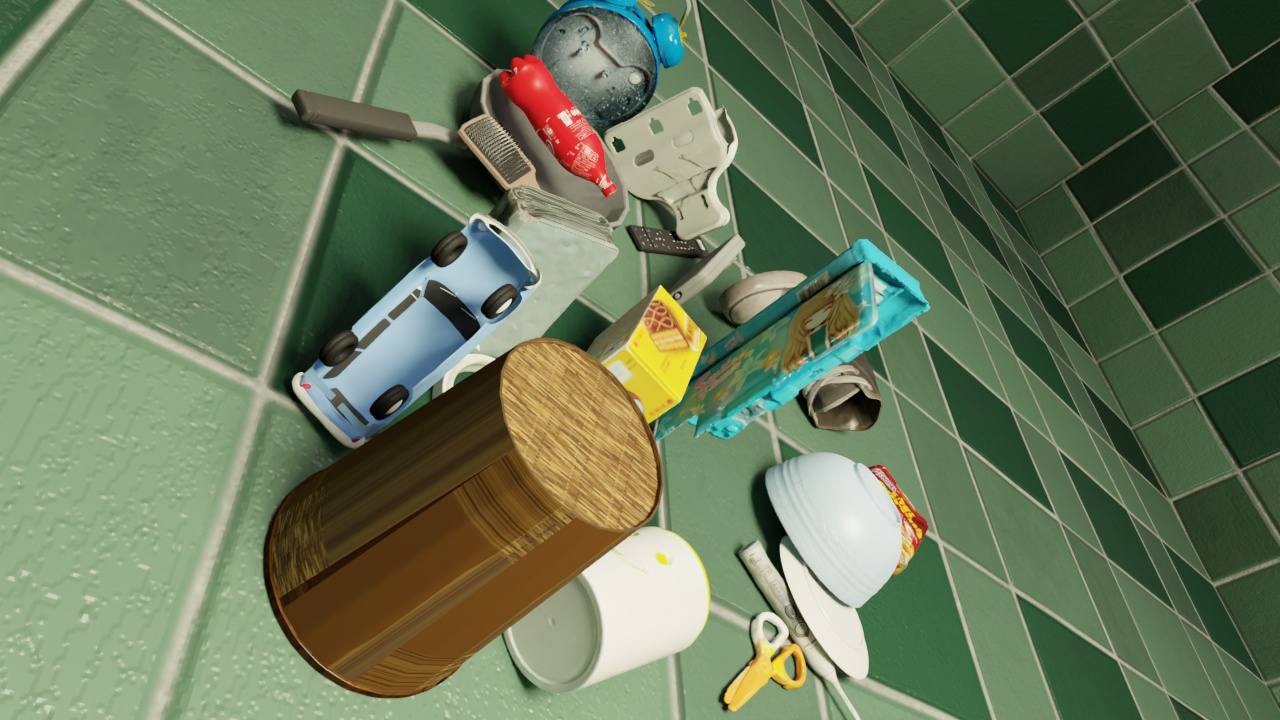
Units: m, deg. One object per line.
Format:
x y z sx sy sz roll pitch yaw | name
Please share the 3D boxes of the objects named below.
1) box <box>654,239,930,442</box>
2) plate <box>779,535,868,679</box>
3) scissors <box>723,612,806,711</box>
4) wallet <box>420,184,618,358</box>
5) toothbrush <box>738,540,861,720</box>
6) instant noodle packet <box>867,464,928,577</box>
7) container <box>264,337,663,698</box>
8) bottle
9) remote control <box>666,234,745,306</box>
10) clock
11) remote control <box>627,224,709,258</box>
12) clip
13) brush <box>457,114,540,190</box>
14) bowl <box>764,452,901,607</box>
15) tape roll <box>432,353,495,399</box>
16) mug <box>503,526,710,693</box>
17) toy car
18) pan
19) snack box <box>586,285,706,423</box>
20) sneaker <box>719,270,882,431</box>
0.108 -0.006 0.752 0.171 0.228 0.084 -11 68 -58 | box
0.165 0.211 0.802 0.134 0.011 0.134 47 21 -24 | plate
0.091 0.232 0.699 0.128 0.013 0.065 -8 65 -58 | scissors
-0.087 -0.058 0.628 0.100 0.132 0.054 11 47 -51 | wallet
0.138 0.233 0.757 0.022 0.024 0.185 -30 83 -16 | toothbrush
0.258 0.168 0.979 0.098 0.040 0.135 51 30 9 | instant noodle packet
-0.083 0.074 0.457 0.132 0.168 0.132 35 35 -29 | container
-0.068 -0.203 0.805 0.141 0.042 0.041 52 30 -3 | bottle
0.061 -0.085 0.922 0.019 0.074 0.150 51 30 -5 | remote control
-0.026 -0.289 0.838 0.117 0.162 0.060 41 35 -27 | clock
0.033 -0.127 0.991 0.139 0.009 0.030 -3 62 -56 | remote control
0.049 -0.208 0.988 0.152 0.127 0.104 57 34 -22 | clip
-0.090 -0.144 0.744 0.135 0.015 0.049 50 35 -9 | brush
0.189 0.141 0.841 0.150 0.075 0.150 46 18 -20 | bowl
-0.101 0.038 0.627 0.093 0.013 0.092 36 34 -29 | tape roll
-0.020 0.148 0.559 0.106 0.083 0.082 2 57 -53 | mug
-0.127 -0.018 0.535 0.056 0.153 0.055 46 -7 3 | toy car
-0.137 -0.180 0.772 0.356 0.041 0.178 -5 63 -56 | pan
-0.004 0.004 0.728 0.061 0.084 0.105 46 31 -12 | snack box
0.179 -0.008 1.001 0.234 0.095 0.119 35 34 -42 | sneaker
